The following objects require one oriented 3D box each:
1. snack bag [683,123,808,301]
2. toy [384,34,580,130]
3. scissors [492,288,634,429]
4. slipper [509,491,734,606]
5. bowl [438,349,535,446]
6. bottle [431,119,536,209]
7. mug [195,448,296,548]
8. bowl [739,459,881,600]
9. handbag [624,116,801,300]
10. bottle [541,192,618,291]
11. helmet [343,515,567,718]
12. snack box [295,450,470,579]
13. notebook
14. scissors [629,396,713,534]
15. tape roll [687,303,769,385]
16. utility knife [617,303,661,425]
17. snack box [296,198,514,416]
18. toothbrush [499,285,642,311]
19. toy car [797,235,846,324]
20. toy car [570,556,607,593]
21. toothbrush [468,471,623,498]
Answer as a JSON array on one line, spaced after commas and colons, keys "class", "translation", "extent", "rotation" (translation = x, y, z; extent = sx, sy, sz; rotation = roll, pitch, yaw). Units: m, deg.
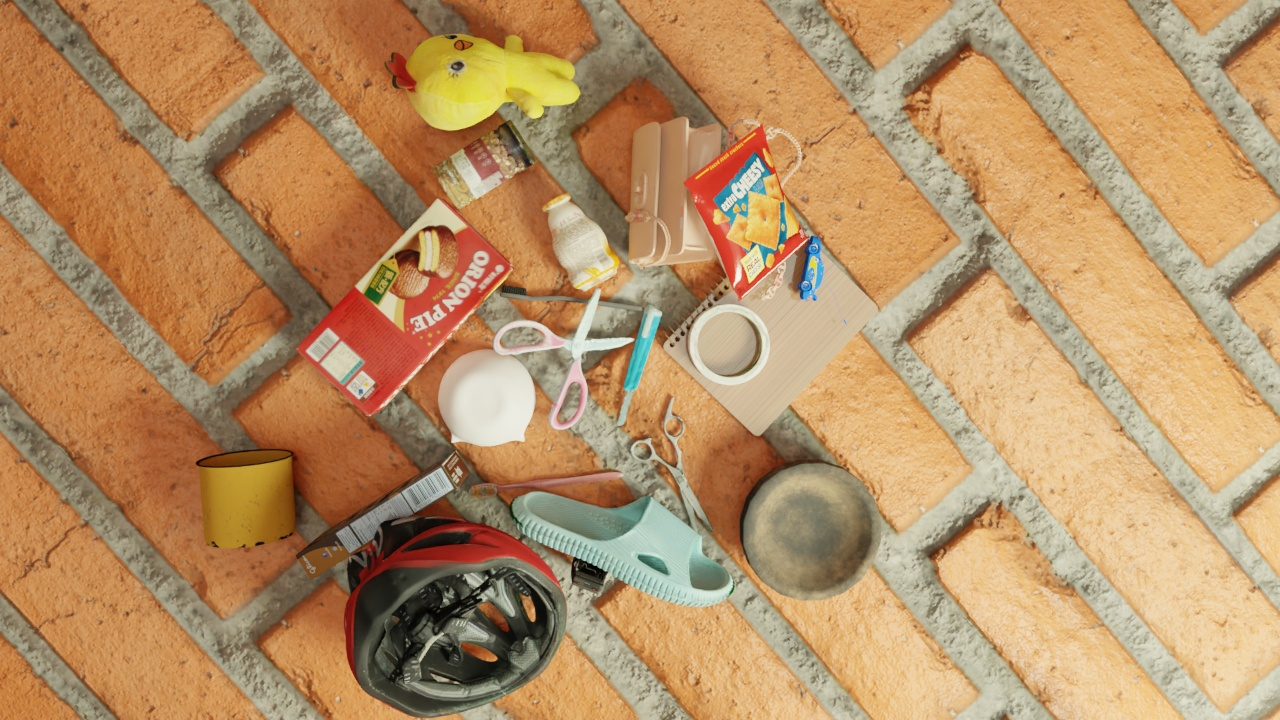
[{"class": "snack bag", "translation": [0.116, -0.159, 0.990], "extent": [0.130, 0.039, 0.144], "rotation": [-41, 116, -28]}, {"class": "toy", "translation": [-0.172, -0.310, 1.019], "extent": [0.207, 0.092, 0.133], "rotation": [-9, 50, -8]}, {"class": "scissors", "translation": [-0.093, -0.009, 1.053], "extent": [0.174, 0.013, 0.170], "rotation": [20, 92, -24]}, {"class": "slipper", "translation": [-0.015, 0.201, 1.047], "extent": [0.276, 0.115, 0.070], "rotation": [22, 110, 1]}, {"class": "bowl", "translation": [-0.180, 0.045, 1.059], "extent": [0.114, 0.050, 0.114], "rotation": [0, 93, -3]}, {"class": "bottle", "translation": [-0.177, -0.222, 1.041], "extent": [0.105, 0.056, 0.056], "rotation": [-32, 94, 0]}, {"class": "mug", "translation": [-0.450, 0.155, 1.037], "extent": [0.124, 0.100, 0.094], "rotation": [1, 96, 34]}, {"class": "bowl", "translation": [0.193, 0.193, 1.075], "extent": [0.162, 0.070, 0.162], "rotation": [0, 93, -3]}, {"class": "handbag", "translation": [0.076, -0.171, 1.059], "extent": [0.187, 0.117, 0.198], "rotation": [3, 89, -35]}, {"class": "bottle", "translation": [-0.072, -0.136, 1.048], "extent": [0.063, 0.063, 0.109], "rotation": [-29, 94, -1]}, {"class": "helmet", "translation": [-0.199, 0.276, 0.998], "extent": [0.217, 0.167, 0.272], "rotation": [-45, 132, 0]}, {"class": "snack box", "translation": [-0.286, 0.171, 1.037], "extent": [0.186, 0.101, 0.031], "rotation": [-32, 94, -1]}, {"class": "notebook", "translation": [0.149, -0.043, 1.084], "extent": [0.169, 0.022, 0.210], "rotation": [43, 91, -5]}, {"class": "scissors", "translation": [0.053, 0.128, 1.093], "extent": [0.160, 0.014, 0.120], "rotation": [39, 91, -1]}, {"class": "tape roll", "translation": [0.102, -0.019, 1.062], "extent": [0.094, 0.018, 0.094], "rotation": [0, 94, -4]}, {"class": "utility knife", "translation": [-0.006, 0.006, 1.084], "extent": [0.022, 0.015, 0.149], "rotation": [20, 95, 22]}, {"class": "snack box", "translation": [-0.264, -0.060, 1.045], "extent": [0.113, 0.060, 0.236], "rotation": [43, 91, -4]}, {"class": "toothbrush", "translation": [-0.081, -0.070, 1.076], "extent": [0.167, 0.013, 0.013], "rotation": [8, 85, -3]}, {"class": "toy car", "translation": [0.215, -0.093, 1.054], "extent": [0.062, 0.033, 0.092], "rotation": [11, 94, 1]}, {"class": "toy car", "translation": [-0.060, 0.242, 1.056], "extent": [0.040, 0.092, 0.037], "rotation": [22, 98, -3]}, {"class": "toothbrush", "translation": [-0.111, 0.146, 1.087], "extent": [0.184, 0.015, 0.015], "rotation": [-6, 100, -4]}]
